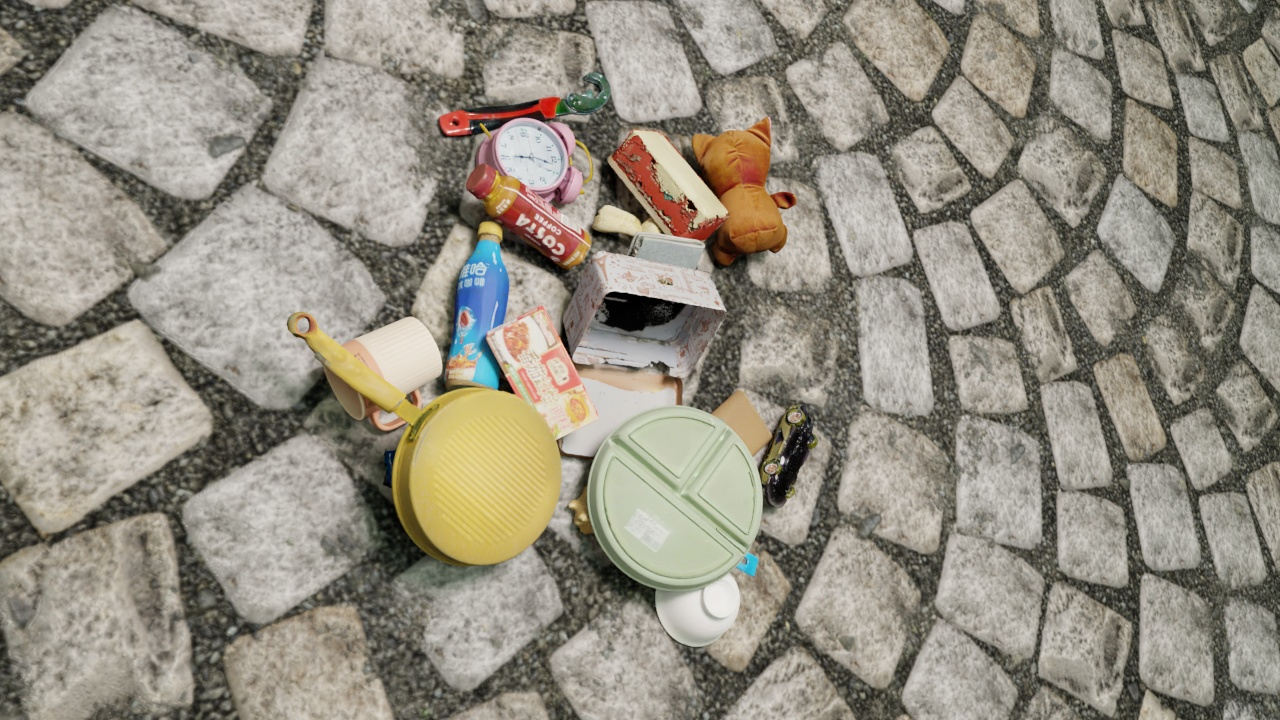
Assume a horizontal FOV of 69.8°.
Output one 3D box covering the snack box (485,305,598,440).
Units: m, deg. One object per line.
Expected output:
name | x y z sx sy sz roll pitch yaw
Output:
snack box | -0.115 0.018 1.085 0.075 0.025 0.153 -25 108 1

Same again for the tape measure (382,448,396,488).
tape measure | -0.264 0.127 1.047 0.058 0.025 0.054 2 76 -24

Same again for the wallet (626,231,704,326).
wallet | 0.016 -0.107 1.221 0.106 0.130 0.037 7 31 -25

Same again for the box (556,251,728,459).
box | -0.011 0.001 1.183 0.179 0.134 0.271 10 102 -26

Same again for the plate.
plate | 0.048 0.167 1.128 0.230 0.028 0.230 3 77 -15

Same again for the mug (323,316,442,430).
mug | -0.286 0.020 1.042 0.105 0.082 0.115 -30 118 -33

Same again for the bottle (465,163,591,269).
bottle | -0.141 -0.182 1.158 0.175 0.058 0.057 35 60 -36

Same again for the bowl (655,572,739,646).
bowl | 0.085 0.301 1.161 0.118 0.065 0.118 8 72 -25

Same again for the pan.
pan | -0.232 0.075 0.989 0.357 0.078 0.197 50 58 -26

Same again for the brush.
brush | 0.032 0.213 1.148 0.254 0.046 0.083 23 62 -7

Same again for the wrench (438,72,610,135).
wrench | -0.150 -0.345 1.254 0.272 0.016 0.056 -25 86 -32

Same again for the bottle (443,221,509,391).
bottle | -0.194 -0.065 1.119 0.065 0.065 0.218 13 69 -25

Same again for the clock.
clock | -0.135 -0.261 1.211 0.158 0.060 0.117 -5 79 -31

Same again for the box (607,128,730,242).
box | 0.043 -0.243 1.256 0.168 0.076 0.091 52 32 12

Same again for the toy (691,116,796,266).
toy | 0.147 -0.245 1.326 0.140 0.130 0.199 -13 86 -2

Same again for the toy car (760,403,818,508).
toy car | 0.203 0.132 1.280 0.070 0.042 0.157 56 51 -39

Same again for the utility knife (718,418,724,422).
utility knife | 0.053 0.161 1.197 0.031 0.021 0.204 30 82 -5

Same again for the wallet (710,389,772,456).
wallet | 0.122 0.105 1.259 0.115 0.033 0.090 -39 98 -32

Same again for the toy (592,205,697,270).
toy | 0.008 -0.165 1.265 0.157 0.066 0.105 26 22 -16
